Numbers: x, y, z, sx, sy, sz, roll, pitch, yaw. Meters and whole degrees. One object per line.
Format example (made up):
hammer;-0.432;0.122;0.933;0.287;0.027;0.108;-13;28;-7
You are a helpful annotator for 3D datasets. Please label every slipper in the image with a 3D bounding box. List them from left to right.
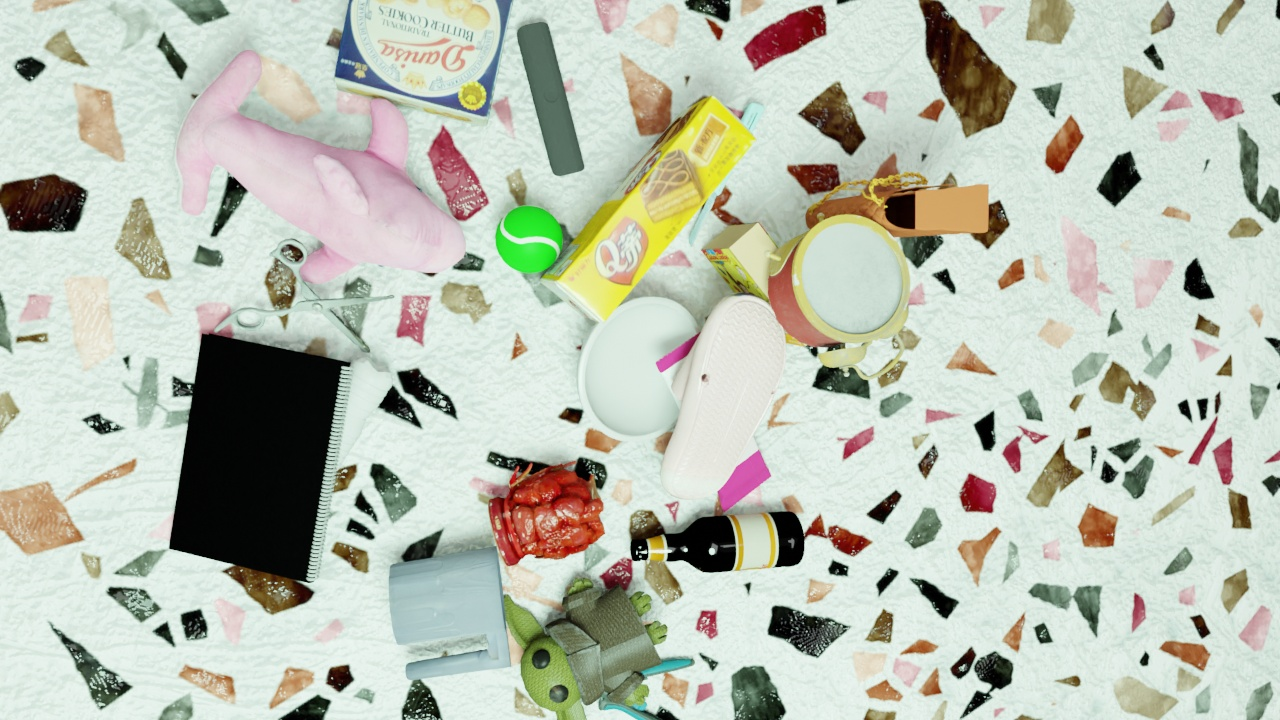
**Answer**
slipper;0.078;0.039;0.910;0.106;0.056;0.222;8;109;-31

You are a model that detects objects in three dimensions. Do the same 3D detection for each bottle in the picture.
bottle;-0.288;0.062;0.877;0.044;0.044;0.136;32;88;-15
bottle;-0.091;0.148;0.915;0.111;0.099;0.099;-16;100;-1
bottle;0.079;0.195;0.972;0.181;0.059;0.059;-2;96;-13

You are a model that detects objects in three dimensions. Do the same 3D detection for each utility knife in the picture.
utility knife;0.085;-0.194;0.955;0.022;0.015;0.165;26;91;-47

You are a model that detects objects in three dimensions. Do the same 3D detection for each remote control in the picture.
remote control;-0.088;-0.256;0.904;0.033;0.015;0.147;-16;100;-11

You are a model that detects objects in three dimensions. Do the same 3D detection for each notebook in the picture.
notebook;-0.352;0.090;0.852;0.149;0.016;0.207;11;94;9

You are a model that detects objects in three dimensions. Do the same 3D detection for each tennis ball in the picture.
tennis ball;-0.108;-0.117;0.889;0.065;0.065;0.065;-1;96;-14

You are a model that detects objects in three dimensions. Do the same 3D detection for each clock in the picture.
clock;0.189;-0.056;0.865;0.117;0.081;0.159;-35;95;-18

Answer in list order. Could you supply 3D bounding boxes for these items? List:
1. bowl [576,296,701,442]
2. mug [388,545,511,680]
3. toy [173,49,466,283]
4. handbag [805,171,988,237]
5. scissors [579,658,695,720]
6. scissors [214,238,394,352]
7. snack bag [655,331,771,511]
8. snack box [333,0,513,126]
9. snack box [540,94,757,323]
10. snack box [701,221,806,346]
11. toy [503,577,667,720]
bowl;-0.005;0.005;0.930;0.149;0.043;0.150;-9;108;-30
mug;-0.186;0.250;0.901;0.104;0.084;0.124;-6;101;-8
toy;-0.275;-0.152;0.810;0.265;0.128;0.187;26;95;-17
handbag;0.248;-0.154;0.915;0.108;0.172;0.060;-4;97;-13
scissors;-0.003;0.352;0.991;0.124;0.019;0.155;-46;105;-6
scissors;-0.315;-0.052;0.849;0.175;0.014;0.142;-10;133;2
snack bag;0.079;0.065;0.959;0.070;0.016;0.196;-35;116;-19
snack box;-0.198;-0.309;0.858;0.144;0.042;0.145;11;93;-14
snack box;0.004;-0.145;0.890;0.061;0.110;0.230;41;86;-15
snack box;0.128;-0.078;0.938;0.040;0.088;0.126;-41;104;-6
toy;-0.049;0.296;0.937;0.152;0.078;0.179;-28;79;-11
